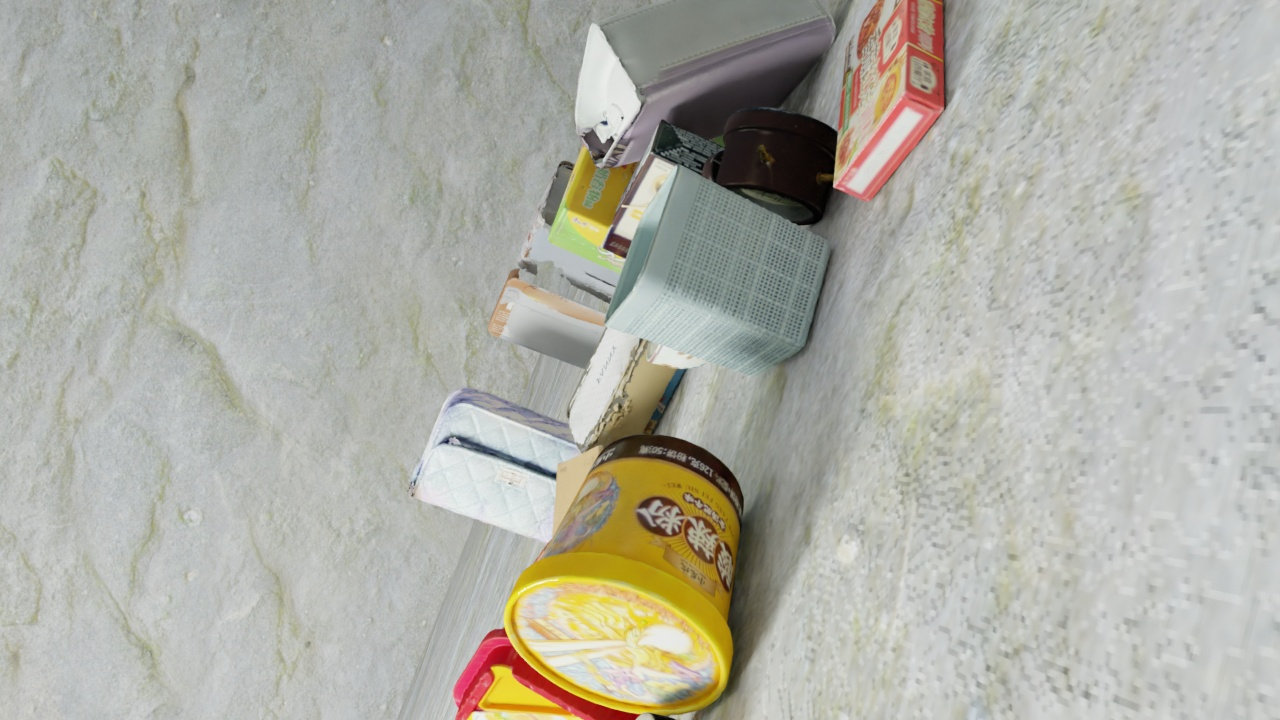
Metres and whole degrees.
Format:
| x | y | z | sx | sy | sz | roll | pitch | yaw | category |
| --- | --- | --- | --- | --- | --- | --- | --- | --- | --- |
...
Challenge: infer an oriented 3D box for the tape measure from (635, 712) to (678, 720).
| x | y | z | sx | sy | sz | roll | pitch | yaw | category |
| --- | --- | --- | --- | --- | --- | --- | --- | --- | --- |
| 0.008 | 0.215 | 0.463 | 0.066 | 0.033 | 0.066 | -106 | 41 | -74 | tape measure |

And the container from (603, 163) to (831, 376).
| x | y | z | sx | sy | sz | roll | pitch | yaw | category |
| --- | --- | --- | --- | --- | --- | --- | --- | --- | --- |
| 0.049 | -0.050 | 0.578 | 0.090 | 0.111 | 0.090 | 136 | 154 | -69 | container |

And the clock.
| x | y | z | sx | sy | sz | roll | pitch | yaw | category |
| --- | --- | --- | --- | --- | --- | --- | --- | --- | --- |
| 0.089 | -0.127 | 0.626 | 0.122 | 0.082 | 0.055 | 171 | 114 | -76 | clock |

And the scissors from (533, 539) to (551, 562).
| x | y | z | sx | sy | sz | roll | pitch | yaw | category |
| --- | --- | --- | --- | --- | --- | --- | --- | --- | --- |
| -0.078 | 0.176 | 0.946 | 0.211 | 0.021 | 0.221 | -48 | 17 | 54 | scissors |

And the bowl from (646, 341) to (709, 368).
| x | y | z | sx | sy | sz | roll | pitch | yaw | category |
| --- | --- | --- | --- | --- | --- | --- | --- | --- | --- |
| 0.052 | -0.043 | 0.683 | 0.113 | 0.062 | 0.113 | -164 | 93 | -85 | bowl |

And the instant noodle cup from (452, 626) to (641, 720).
| x | y | z | sx | sy | sz | roll | pitch | yaw | category |
| --- | --- | --- | --- | --- | --- | --- | --- | --- | --- |
| -0.041 | 0.188 | 0.589 | 0.116 | 0.116 | 0.123 | -59 | 2 | 40 | instant noodle cup |

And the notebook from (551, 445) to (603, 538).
| x | y | z | sx | sy | sz | roll | pitch | yaw | category |
| --- | --- | --- | --- | --- | --- | --- | --- | --- | --- |
| -0.061 | 0.187 | 0.805 | 0.150 | 0.012 | 0.211 | 145 | 131 | -69 | notebook |

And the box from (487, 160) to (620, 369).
| x | y | z | sx | sy | sz | roll | pitch | yaw | category |
| --- | --- | --- | --- | --- | --- | --- | --- | --- | --- |
| -0.061 | -0.086 | 1.069 | 0.194 | 0.183 | 0.156 | -55 | 15 | 42 | box |

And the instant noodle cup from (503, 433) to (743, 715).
| x | y | z | sx | sy | sz | roll | pitch | yaw | category |
| --- | --- | --- | --- | --- | --- | --- | --- | --- | --- |
| 0.001 | 0.112 | 0.503 | 0.119 | 0.118 | 0.114 | -59 | 5 | 43 | instant noodle cup |

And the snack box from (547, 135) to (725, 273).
| x | y | z | sx | sy | sz | roll | pitch | yaw | category |
| --- | --- | --- | --- | --- | --- | --- | --- | --- | --- |
| 0.018 | -0.184 | 0.899 | 0.070 | 0.157 | 0.209 | 137 | 154 | -64 | snack box |

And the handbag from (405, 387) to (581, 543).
| x | y | z | sx | sy | sz | roll | pitch | yaw | category |
| --- | --- | --- | --- | --- | --- | --- | --- | --- | --- |
| -0.144 | 0.121 | 1.011 | 0.075 | 0.194 | 0.134 | -100 | 33 | -71 | handbag |

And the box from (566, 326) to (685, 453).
| x | y | z | sx | sy | sz | roll | pitch | yaw | category |
| --- | --- | --- | --- | --- | --- | --- | --- | --- | --- |
| -0.005 | 0.005 | 0.856 | 0.185 | 0.059 | 0.089 | -60 | 28 | 23 | box |

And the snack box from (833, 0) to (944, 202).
| x | y | z | sx | sy | sz | roll | pitch | yaw | category |
| --- | --- | --- | --- | --- | --- | --- | --- | --- | --- |
| 0.150 | -0.172 | 0.552 | 0.075 | 0.025 | 0.152 | 123 | 165 | -50 | snack box |

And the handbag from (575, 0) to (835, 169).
| x | y | z | sx | sy | sz | roll | pitch | yaw | category |
| --- | --- | --- | --- | --- | --- | --- | --- | --- | --- |
| 0.047 | -0.248 | 0.787 | 0.196 | 0.098 | 0.145 | -24 | -15 | -20 | handbag |

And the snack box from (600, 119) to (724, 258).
| x | y | z | sx | sy | sz | roll | pitch | yaw | category |
| --- | --- | --- | --- | --- | --- | --- | --- | --- | --- |
| 0.042 | -0.125 | 0.774 | 0.126 | 0.113 | 0.053 | 129 | 162 | -58 | snack box |
